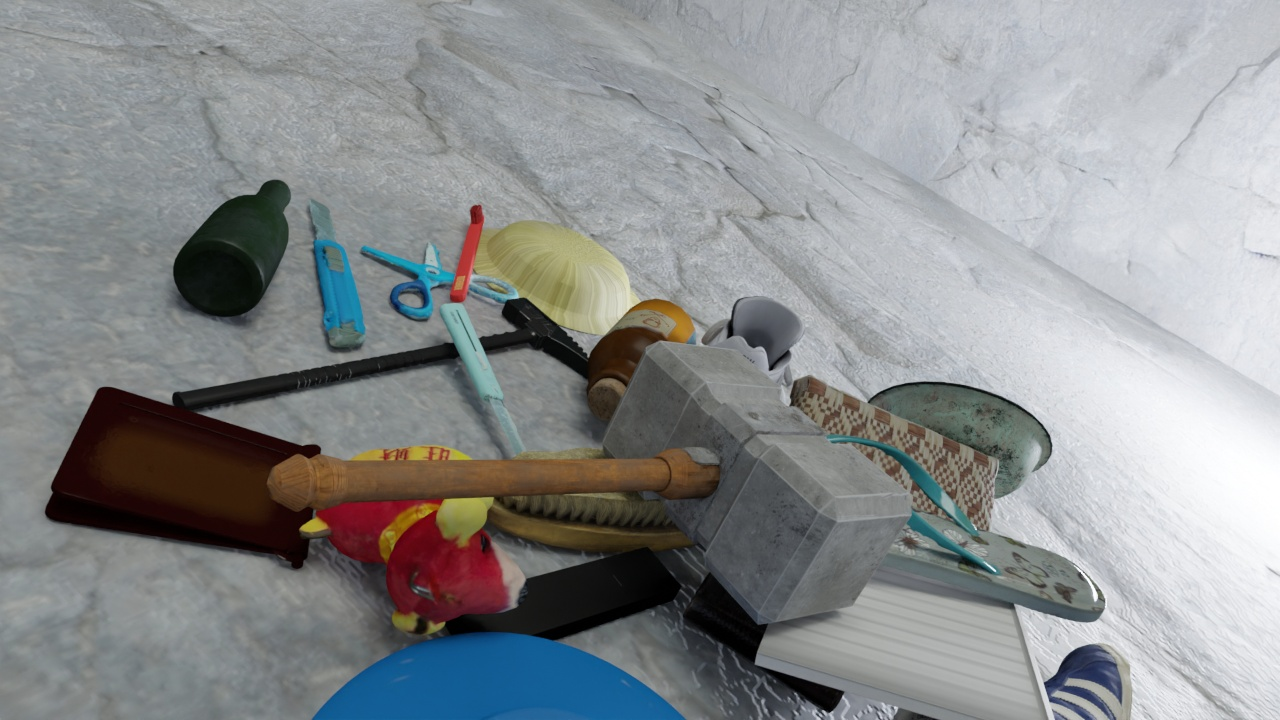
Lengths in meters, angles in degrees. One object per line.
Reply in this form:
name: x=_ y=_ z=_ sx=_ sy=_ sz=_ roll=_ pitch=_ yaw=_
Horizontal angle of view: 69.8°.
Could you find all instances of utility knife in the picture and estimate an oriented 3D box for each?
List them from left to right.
utility knife: x=-0.236 y=-0.073 z=0.699 sx=0.031 sy=0.015 sz=0.221 roll=15 pitch=26 yaw=-35
utility knife: x=-0.108 y=0.014 z=0.633 sx=0.022 sy=0.015 sz=0.166 roll=7 pitch=37 yaw=-38

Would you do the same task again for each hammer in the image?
hammer: x=-0.158 y=0.003 z=0.633 sx=0.095 sy=0.015 sz=0.324 roll=40 pitch=28 yaw=23
hammer: x=-0.023 y=0.056 z=0.448 sx=0.317 sy=0.083 sz=0.163 roll=6 pitch=28 yaw=-44

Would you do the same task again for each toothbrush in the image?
toothbrush: x=-0.150 y=-0.099 z=0.801 sx=0.012 sy=0.018 sz=0.212 roll=-3 pitch=27 yaw=-3

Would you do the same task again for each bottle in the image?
bottle: x=-0.275 y=-0.092 z=0.650 sx=0.055 sy=0.055 sz=0.174 roll=19 pitch=25 yaw=-18
bottle: x=-0.004 y=0.004 z=0.718 sx=0.068 sy=0.068 sz=0.156 roll=30 pitch=25 yaw=4

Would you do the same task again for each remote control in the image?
remote control: x=-0.039 y=0.132 z=0.505 sx=0.149 sy=0.013 sz=0.034 roll=-3 pitch=39 yaw=-46

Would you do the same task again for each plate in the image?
plate: x=-0.032 y=0.195 z=0.362 sx=0.224 sy=0.024 sz=0.224 roll=23 pitch=29 yaw=-14
plate: x=-0.072 y=-0.092 z=0.869 sx=0.184 sy=0.036 sz=0.184 roll=22 pitch=26 yaw=-12

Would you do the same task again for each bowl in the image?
bowl: x=0.268 y=0.078 z=0.792 sx=0.157 sy=0.158 sz=0.038 roll=26 pitch=62 yaw=-4

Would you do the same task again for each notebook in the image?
notebook: x=0.154 y=0.152 z=0.537 sx=0.143 sy=0.009 sz=0.209 roll=12 pitch=9 yaw=15

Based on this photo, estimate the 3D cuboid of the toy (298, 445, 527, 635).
toy: x=-0.117 y=0.081 z=0.465 sx=0.105 sy=0.067 sz=0.137 roll=-5 pitch=25 yaw=-28

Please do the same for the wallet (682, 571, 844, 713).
wallet: x=0.086 y=0.157 z=0.567 sx=0.099 sy=0.031 sz=0.119 roll=32 pitch=20 yaw=11

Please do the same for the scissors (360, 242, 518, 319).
scissors: x=-0.167 y=-0.064 z=0.753 sx=0.134 sy=0.011 sz=0.139 roll=22 pitch=27 yaw=-11

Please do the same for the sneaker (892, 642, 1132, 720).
sneaker: x=0.206 y=0.213 z=0.526 sx=0.118 sy=0.091 sz=0.232 roll=23 pitch=22 yaw=16

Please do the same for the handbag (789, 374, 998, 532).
handbag: x=0.185 y=0.100 z=0.703 sx=0.185 sy=0.047 sz=0.123 roll=24 pitch=61 yaw=-10

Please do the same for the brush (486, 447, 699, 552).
brush: x=-0.011 y=0.087 z=0.581 sx=0.195 sy=0.043 sz=0.059 roll=9 pitch=31 yaw=-36

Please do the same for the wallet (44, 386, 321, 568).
wallet: x=-0.222 y=0.058 z=0.462 sx=0.115 sy=0.018 sz=0.091 roll=18 pitch=26 yaw=-24

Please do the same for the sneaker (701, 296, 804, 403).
sneaker: x=0.086 y=0.007 z=0.734 sx=0.089 sy=0.124 sz=0.239 roll=31 pitch=25 yaw=7

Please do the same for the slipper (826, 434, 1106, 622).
slipper: x=0.178 y=0.100 z=0.598 sx=0.269 sy=0.055 sz=0.098 roll=21 pitch=22 yaw=5
